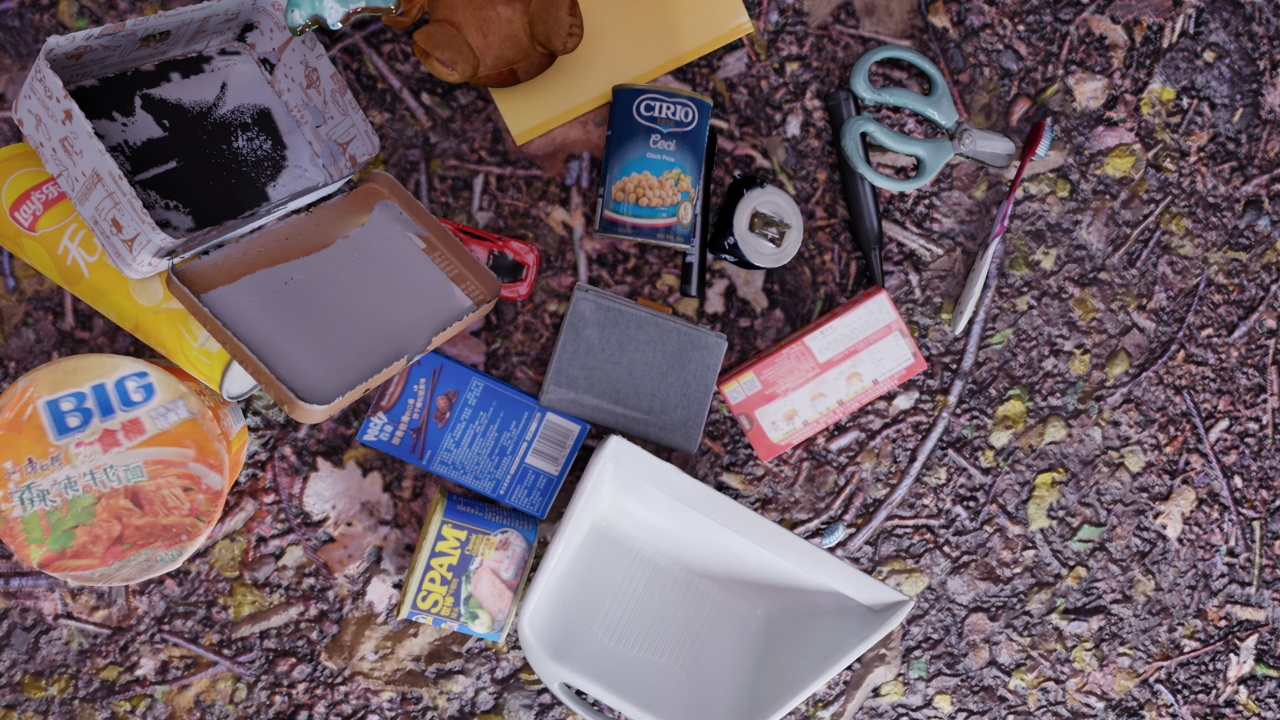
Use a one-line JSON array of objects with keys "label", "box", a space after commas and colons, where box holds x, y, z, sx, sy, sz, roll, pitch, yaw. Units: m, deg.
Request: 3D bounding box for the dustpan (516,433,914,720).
[{"label": "dustpan", "box": [0.021, 0.196, 0.654, 0.222, 0.258, 0.142, 29, 67, 0]}]

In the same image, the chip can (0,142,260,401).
[{"label": "chip can", "box": [-0.339, -0.058, 0.613, 0.213, 0.072, 0.072, 34, 91, 3]}]

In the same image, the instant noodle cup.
[{"label": "instant noodle cup", "box": [-0.347, 0.064, 0.631, 0.151, 0.111, 0.151, -1, 97, -9]}]

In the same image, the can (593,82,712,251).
[{"label": "can", "box": [0.008, -0.140, 0.678, 0.075, 0.075, 0.111, 7, 97, -10]}]

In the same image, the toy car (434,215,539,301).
[{"label": "toy car", "box": [-0.130, -0.077, 0.689, 0.106, 0.031, 0.049, 15, 93, -8]}]

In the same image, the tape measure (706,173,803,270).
[{"label": "tape measure", "box": [0.092, -0.103, 0.710, 0.066, 0.034, 0.065, 20, 86, -22]}]

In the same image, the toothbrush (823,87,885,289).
[{"label": "toothbrush", "box": [0.182, -0.110, 0.734, 0.027, 0.026, 0.213, -14, 100, 5]}]

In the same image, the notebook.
[{"label": "notebook", "box": [-0.034, -0.272, 0.688, 0.206, 0.010, 0.146, -28, 101, -4]}]

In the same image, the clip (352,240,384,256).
[{"label": "clip", "box": [-0.240, -0.066, 0.676, 0.101, 0.097, 0.035, -36, 103, -46]}]

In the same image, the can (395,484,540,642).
[{"label": "can", "box": [-0.131, 0.157, 0.705, 0.083, 0.057, 0.102, 19, 94, -13]}]

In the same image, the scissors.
[{"label": "scissors", "box": [0.233, -0.202, 0.724, 0.185, 0.019, 0.129, -10, 97, -23]}]

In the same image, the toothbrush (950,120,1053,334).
[{"label": "toothbrush", "box": [0.298, -0.108, 0.758, 0.017, 0.016, 0.187, 21, 93, -21]}]

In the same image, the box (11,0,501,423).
[{"label": "box", "box": [-0.233, -0.096, 0.588, 0.178, 0.103, 0.261, -42, 104, -45]}]

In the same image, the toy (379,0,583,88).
[{"label": "toy", "box": [-0.119, -0.286, 0.613, 0.140, 0.130, 0.199, -16, 90, 0]}]

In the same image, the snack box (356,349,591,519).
[{"label": "snack box", "box": [-0.127, 0.053, 0.706, 0.157, 0.026, 0.084, 26, 92, -11]}]

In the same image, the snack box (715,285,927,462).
[{"label": "snack box", "box": [0.143, 0.011, 0.733, 0.153, 0.025, 0.075, -31, 102, 5]}]

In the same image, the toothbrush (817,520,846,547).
[{"label": "toothbrush", "box": [0.092, 0.214, 0.760, 0.221, 0.026, 0.027, -46, 59, -1]}]

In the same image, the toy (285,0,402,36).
[{"label": "toy", "box": [-0.200, -0.250, 0.598, 0.096, 0.030, 0.091, 5, 74, 4]}]

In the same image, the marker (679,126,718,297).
[{"label": "marker", "box": [0.045, -0.115, 0.716, 0.022, 0.020, 0.132, -1, 97, -38]}]

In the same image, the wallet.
[{"label": "wallet", "box": [-0.004, 0.004, 0.713, 0.129, 0.037, 0.106, 19, 81, -13]}]
